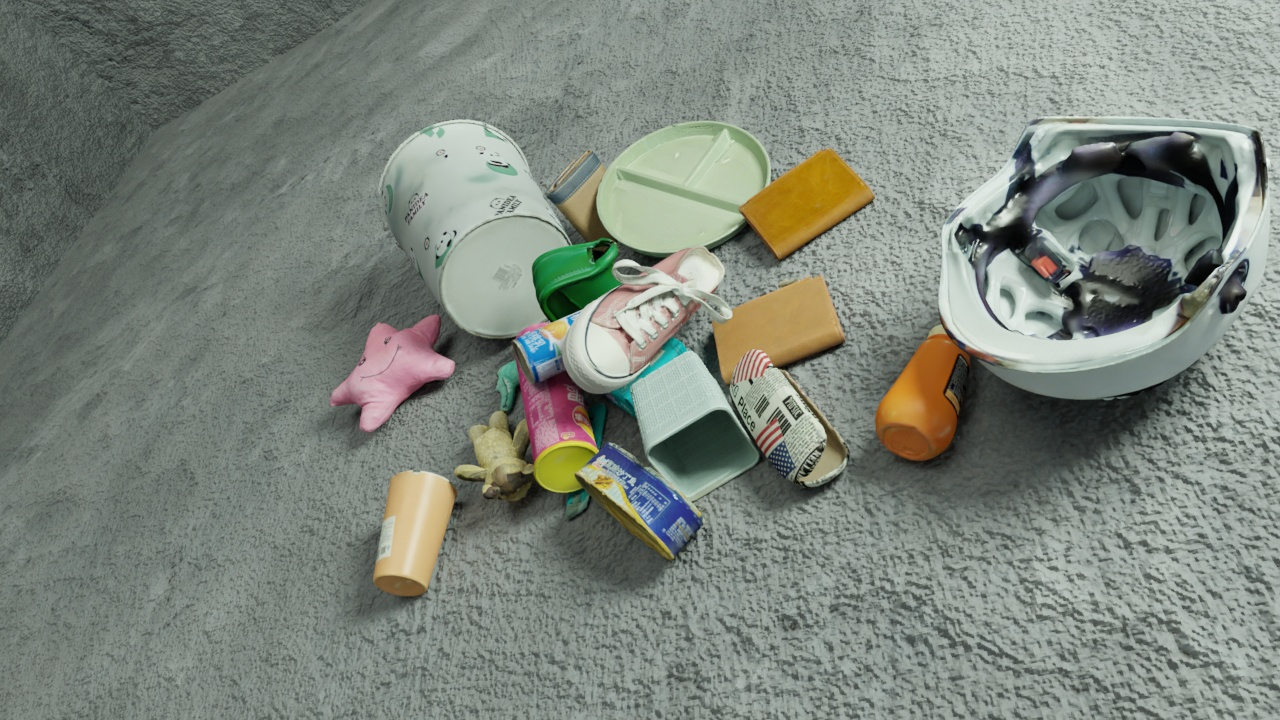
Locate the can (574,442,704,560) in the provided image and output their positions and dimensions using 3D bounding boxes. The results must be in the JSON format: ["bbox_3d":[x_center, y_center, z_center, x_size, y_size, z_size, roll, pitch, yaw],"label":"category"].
[{"bbox_3d":[-0.003,0.133,0.884,0.049,0.074,0.148,-45,39,-14],"label":"can"}]

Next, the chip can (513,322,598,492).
[{"bbox_3d":[-0.095,0.046,1.019,0.071,0.071,0.210,-30,40,10],"label":"chip can"}]

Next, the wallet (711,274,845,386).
[{"bbox_3d":[0.142,-0.034,0.971,0.132,0.031,0.107,-22,41,14],"label":"wallet"}]

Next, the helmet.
[{"bbox_3d":[0.370,-0.067,0.735,0.229,0.146,0.258,16,70,47],"label":"helmet"}]

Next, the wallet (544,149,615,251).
[{"bbox_3d":[-0.064,-0.214,1.245,0.090,0.115,0.033,-50,27,-15],"label":"wallet"}]

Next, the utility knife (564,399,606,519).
[{"bbox_3d":[-0.059,0.104,1.005,0.029,0.013,0.157,-13,45,25],"label":"utility knife"}]

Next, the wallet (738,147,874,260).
[{"bbox_3d":[0.188,-0.191,1.078,0.131,0.035,0.119,-33,47,5],"label":"wallet"}]

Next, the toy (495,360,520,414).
[{"bbox_3d":[-0.148,0.021,1.147,0.092,0.030,0.096,-18,50,31],"label":"toy"}]

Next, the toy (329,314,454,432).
[{"bbox_3d":[-0.353,0.010,1.276,0.194,0.074,0.178,-35,47,3],"label":"toy"}]

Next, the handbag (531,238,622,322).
[{"bbox_3d":[-0.060,-0.085,1.104,0.120,0.131,0.068,-25,52,10],"label":"handbag"}]

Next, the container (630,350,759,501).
[{"bbox_3d":[0.049,0.061,0.907,0.090,0.090,0.111,-31,35,8],"label":"container"}]

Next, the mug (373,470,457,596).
[{"bbox_3d":[-0.255,0.194,1.022,0.078,0.078,0.122,-16,47,25],"label":"mug"}]

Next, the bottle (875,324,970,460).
[{"bbox_3d":[0.259,0.017,0.810,0.067,0.067,0.149,4,47,40],"label":"bottle"}]

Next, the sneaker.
[{"bbox_3d":[0.017,-0.057,0.946,0.240,0.118,0.088,-41,2,-37],"label":"sneaker"}]

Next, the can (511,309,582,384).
[{"bbox_3d":[-0.068,-0.024,0.995,0.134,0.053,0.053,-25,36,-15],"label":"can"}]

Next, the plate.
[{"bbox_3d":[0.056,-0.222,1.188,0.230,0.027,0.229,-10,54,14],"label":"plate"}]

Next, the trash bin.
[{"bbox_3d":[-0.215,-0.172,1.250,0.229,0.229,0.252,-37,44,1],"label":"trash bin"}]

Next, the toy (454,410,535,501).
[{"bbox_3d":[-0.162,0.108,1.050,0.105,0.066,0.157,-28,30,-6],"label":"toy"}]

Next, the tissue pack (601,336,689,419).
[{"bbox_3d":[-0.006,0.006,1.031,0.093,0.050,0.133,-45,39,-9],"label":"tissue pack"}]

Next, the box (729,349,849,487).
[{"bbox_3d":[0.126,0.049,0.860,0.075,0.082,0.163,-35,40,6],"label":"box"}]
